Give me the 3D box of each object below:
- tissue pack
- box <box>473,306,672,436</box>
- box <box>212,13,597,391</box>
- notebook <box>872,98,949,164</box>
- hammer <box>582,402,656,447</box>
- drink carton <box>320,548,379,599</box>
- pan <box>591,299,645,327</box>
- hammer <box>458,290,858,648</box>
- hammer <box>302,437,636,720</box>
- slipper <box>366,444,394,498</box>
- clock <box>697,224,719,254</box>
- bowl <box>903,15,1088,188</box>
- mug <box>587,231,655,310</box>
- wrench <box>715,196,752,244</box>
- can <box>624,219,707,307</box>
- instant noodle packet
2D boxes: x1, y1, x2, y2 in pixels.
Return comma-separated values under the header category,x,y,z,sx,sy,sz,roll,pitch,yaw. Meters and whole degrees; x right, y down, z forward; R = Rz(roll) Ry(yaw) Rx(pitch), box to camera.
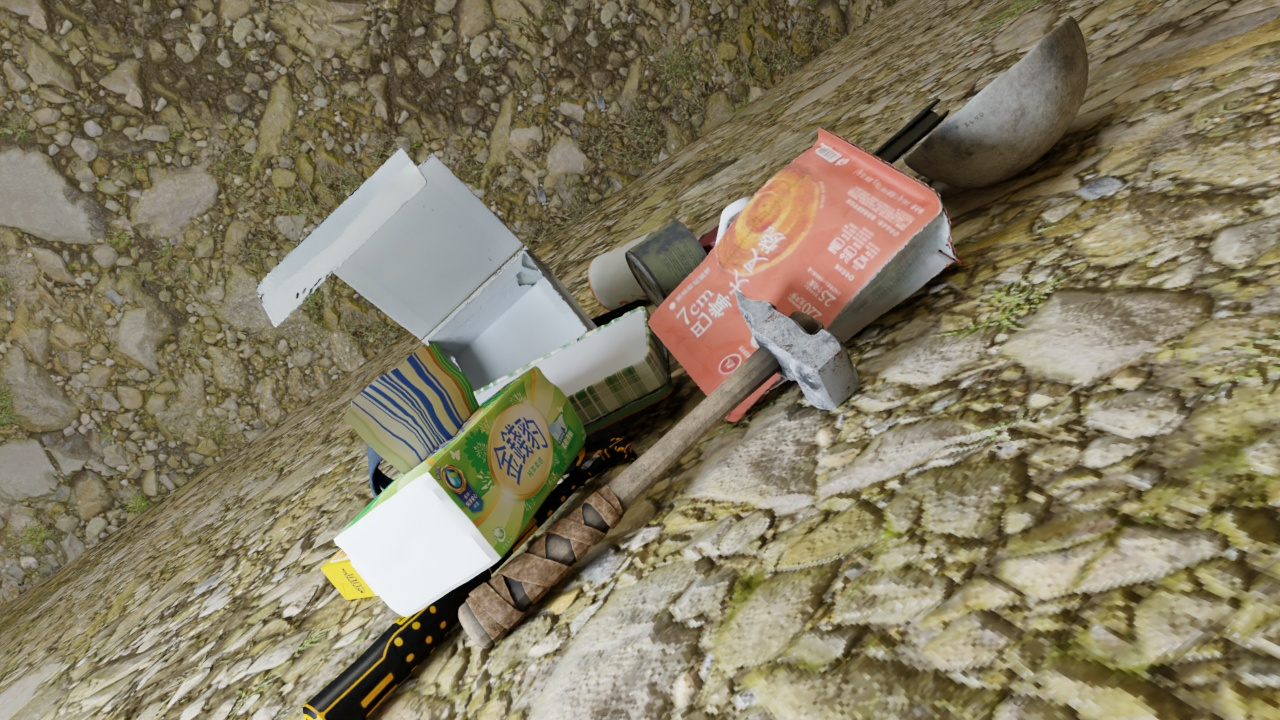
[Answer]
category,x,y,z,sx,sy,sz,roll,pitch,yaw
tissue pack,-0.142,0.064,0.675,0.120,0.141,0.197,-36,8,19
box,-0.071,0.033,0.827,0.206,0.050,0.117,-28,26,10
box,-0.255,-0.147,1.013,0.167,0.512,0.173,-42,4,3
notebook,0.216,-0.179,0.965,0.169,0.029,0.210,-41,2,-32
hammer,-0.006,0.006,0.945,0.111,0.028,0.299,-26,16,30
drink carton,-0.231,0.179,0.837,0.123,0.040,0.058,-19,20,43
pan,-0.114,-0.007,1.183,0.357,0.044,0.203,-20,20,42
hammer,0.004,0.074,0.630,0.318,0.049,0.121,-42,39,-8
hammer,-0.116,0.156,0.687,0.124,0.036,0.319,-16,20,48
slipper,-0.223,0.091,0.926,0.101,0.082,0.264,-36,1,-7
clock,0.118,-0.148,1.133,0.096,0.048,0.137,-35,14,-6
bowl,0.327,-0.211,0.810,0.178,0.081,0.178,-42,-2,-2
mug,-0.007,-0.120,1.245,0.106,0.082,0.082,-20,19,39
wrench,0.087,-0.110,0.929,0.066,0.018,0.273,-24,-10,-5
can,0.036,-0.115,1.118,0.074,0.090,0.090,-35,15,-8
instant noodle packet,0.117,-0.066,0.736,0.221,0.084,0.164,-40,41,2
